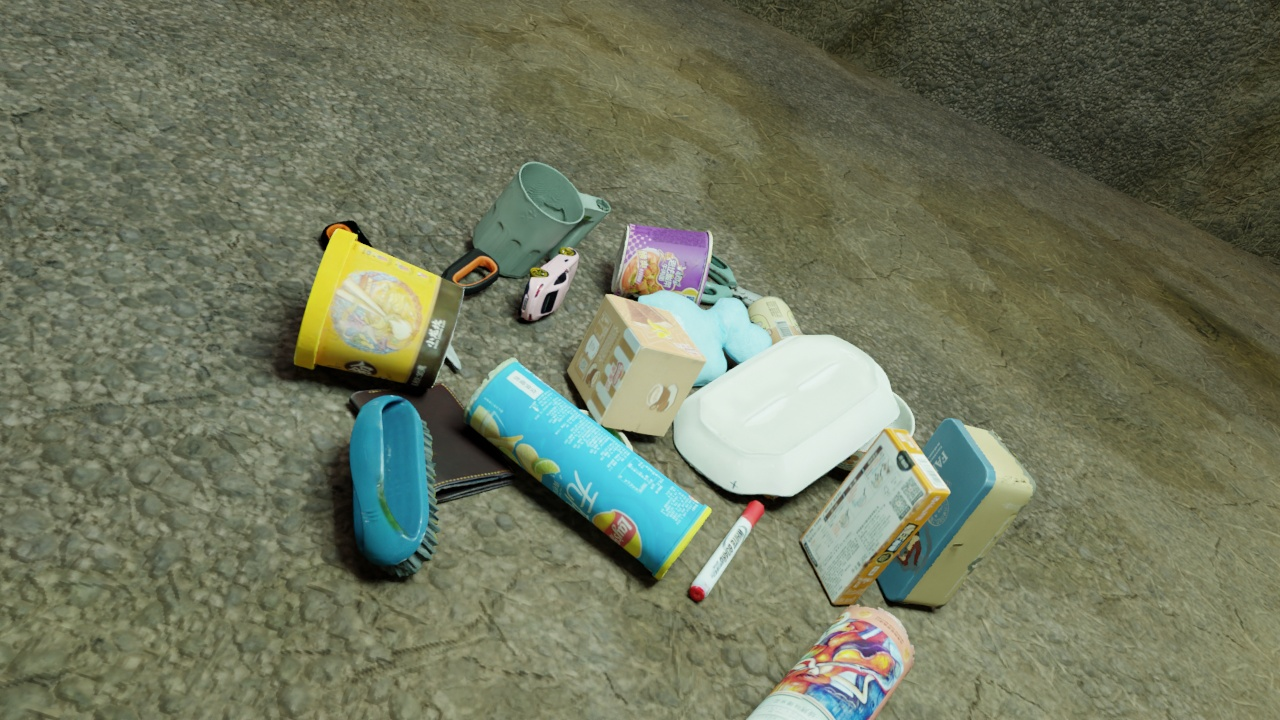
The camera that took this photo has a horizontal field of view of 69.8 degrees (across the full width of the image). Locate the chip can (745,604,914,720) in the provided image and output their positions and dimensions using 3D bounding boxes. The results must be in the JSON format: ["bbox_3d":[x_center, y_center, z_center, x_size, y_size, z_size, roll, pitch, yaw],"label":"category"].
[{"bbox_3d":[0.128,0.255,0.662,0.071,0.071,0.214,41,34,20],"label":"chip can"}]

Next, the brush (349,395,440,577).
[{"bbox_3d":[-0.183,0.082,0.662,0.055,0.073,0.143,-18,51,3],"label":"brush"}]

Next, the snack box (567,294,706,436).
[{"bbox_3d":[-0.005,0.005,0.878,0.077,0.093,0.094,13,26,-33],"label":"snack box"}]

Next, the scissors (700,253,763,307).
[{"bbox_3d":[0.099,-0.110,1.204,0.176,0.019,0.171,15,34,-17],"label":"scissors"}]

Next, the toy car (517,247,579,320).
[{"bbox_3d":[-0.094,-0.081,0.985,0.037,0.056,0.122,28,32,7],"label":"toy car"}]

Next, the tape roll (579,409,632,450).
[{"bbox_3d":[-0.049,0.078,0.833,0.085,0.014,0.085,19,33,-13],"label":"tape roll"}]

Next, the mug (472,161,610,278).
[{"bbox_3d":[-0.109,-0.149,1.013,0.123,0.104,0.083,7,52,-44],"label":"mug"}]

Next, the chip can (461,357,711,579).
[{"bbox_3d":[-0.045,0.088,0.758,0.210,0.071,0.071,37,33,9],"label":"chip can"}]

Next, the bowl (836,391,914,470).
[{"bbox_3d":[0.228,0.077,0.981,0.113,0.062,0.113,4,42,-3],"label":"bowl"}]

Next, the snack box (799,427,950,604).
[{"bbox_3d":[0.199,0.138,0.800,0.026,0.154,0.075,8,38,-28],"label":"snack box"}]

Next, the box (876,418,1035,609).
[{"bbox_3d":[0.278,0.137,0.834,0.062,0.185,0.089,11,31,-19],"label":"box"}]

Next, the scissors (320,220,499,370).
[{"bbox_3d":[-0.227,-0.070,0.909,0.233,0.022,0.220,43,40,22],"label":"scissors"}]

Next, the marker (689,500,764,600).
[{"bbox_3d":[0.077,0.164,0.803,0.017,0.017,0.144,35,33,11],"label":"marker"}]

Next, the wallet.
[{"bbox_3d":[-0.170,0.064,0.761,0.096,0.020,0.122,-6,44,-49],"label":"wallet"}]

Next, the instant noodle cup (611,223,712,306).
[{"bbox_3d":[0.022,-0.107,1.068,0.099,0.112,0.111,11,35,-8],"label":"instant noodle cup"}]

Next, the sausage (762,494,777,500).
[{"bbox_3d":[0.115,0.082,0.941,0.021,0.022,0.165,13,35,-22],"label":"sausage"}]

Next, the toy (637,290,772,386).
[{"bbox_3d":[0.066,-0.021,1.004,0.155,0.050,0.161,-42,97,-32],"label":"toy"}]

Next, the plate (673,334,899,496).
[{"bbox_3d":[0.153,0.042,0.938,0.265,0.034,0.162,-28,51,-33],"label":"plate"}]

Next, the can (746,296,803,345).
[{"bbox_3d":[0.164,-0.021,1.088,0.058,0.059,0.116,12,35,-23],"label":"can"}]

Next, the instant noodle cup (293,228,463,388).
[{"bbox_3d":[-0.218,-0.037,0.773,0.114,0.119,0.118,18,34,-17],"label":"instant noodle cup"}]
